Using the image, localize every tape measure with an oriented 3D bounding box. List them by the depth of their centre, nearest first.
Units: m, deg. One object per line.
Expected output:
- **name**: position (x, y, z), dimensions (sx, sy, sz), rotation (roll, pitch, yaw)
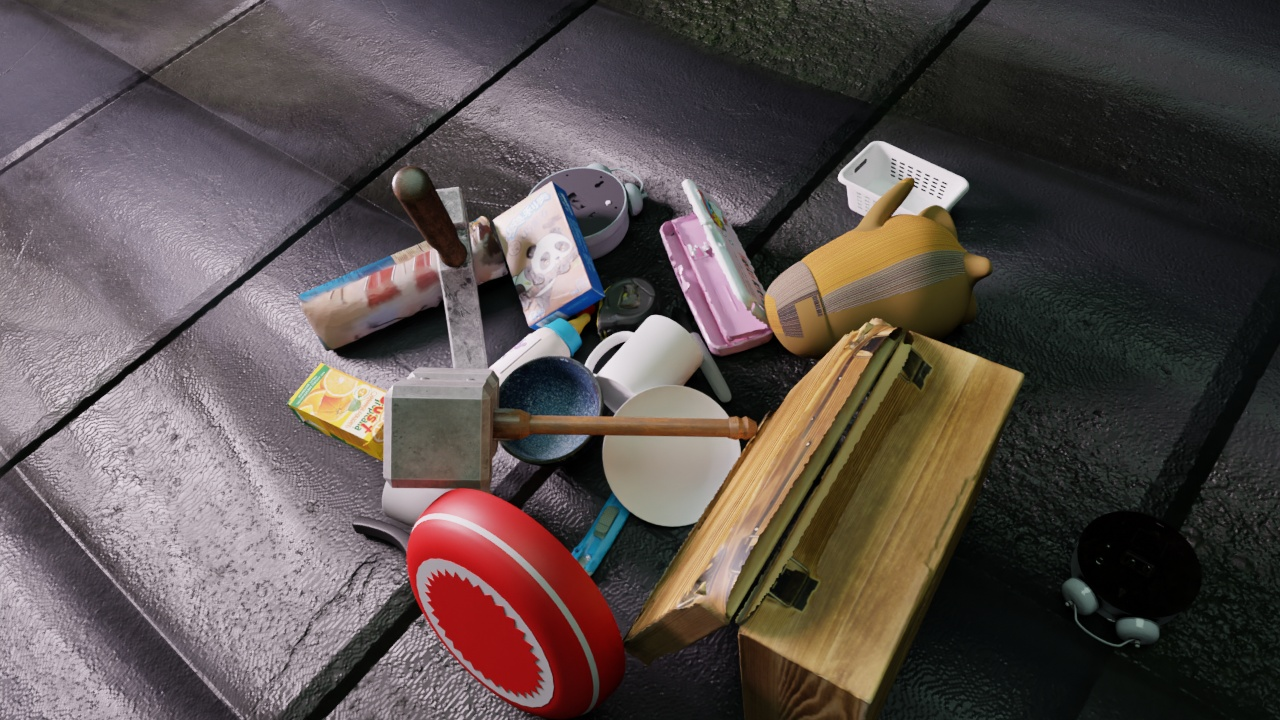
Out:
- **tape measure**: position (-0.012, -0.056, 1.009), dimensions (0.071, 0.042, 0.072), rotation (-7, 51, 7)

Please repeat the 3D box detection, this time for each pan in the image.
- **pan**: position (-0.160, 0.190, 0.780), dimensions (0.357, 0.209, 0.067), rotation (7, 34, 39)

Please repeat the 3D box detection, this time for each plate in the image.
- **plate**: position (0.030, 0.091, 0.881), dimensions (0.134, 0.011, 0.134), rotation (2, 80, -9)

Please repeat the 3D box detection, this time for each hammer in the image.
- **hammer**: position (-0.052, 0.058, 0.813), dimensions (0.317, 0.163, 0.083), rotation (1, 95, -6)
- **hammer**: position (-0.187, -0.087, 0.869), dimensions (0.037, 0.301, 0.217), rotation (-8, 85, -5)

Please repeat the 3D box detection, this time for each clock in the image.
- **clock**: position (0.409, 0.185, 0.772), dimensions (0.094, 0.035, 0.122), rotation (31, 65, 27)
- **clock**: position (-0.066, -0.183, 1.107), dimensions (0.159, 0.045, 0.122), rotation (-40, 58, -20)

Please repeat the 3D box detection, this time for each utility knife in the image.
- **utility knife**: position (-0.023, 0.140, 0.885), dimensions (0.031, 0.015, 0.173), rotation (22, 59, 17)

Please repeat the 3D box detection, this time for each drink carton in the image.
- **drink carton**: position (-0.304, 0.055, 0.973), dimensions (0.122, 0.041, 0.058), rotation (21, 60, 21)

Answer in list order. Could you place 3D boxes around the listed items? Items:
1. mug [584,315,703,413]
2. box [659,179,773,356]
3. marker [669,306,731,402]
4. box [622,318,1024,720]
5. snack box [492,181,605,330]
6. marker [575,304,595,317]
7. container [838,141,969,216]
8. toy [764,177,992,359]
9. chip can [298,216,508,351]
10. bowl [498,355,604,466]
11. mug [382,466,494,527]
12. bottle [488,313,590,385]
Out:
- **mug**: position (-0.006, 0.006, 0.947), dimensions (0.111, 0.074, 0.090), rotation (21, 59, 37)
- **box**: position (0.084, -0.111, 1.000), dimensions (0.088, 0.095, 0.201), rotation (-16, 53, -6)
- **marker**: position (0.062, -0.006, 0.979), dimensions (0.022, 0.016, 0.138), rotation (-40, 53, 18)
- **box**: position (0.133, 0.127, 0.717), dimensions (0.215, 0.258, 0.278), rotation (26, 61, 22)
- **snack box**: position (-0.104, -0.116, 1.026), dimensions (0.087, 0.034, 0.151), rotation (-29, 65, 18)
- **marker**: position (-0.107, -0.095, 1.064), dimensions (0.023, 0.021, 0.145), rotation (-17, 47, -43)
- **container**: position (0.299, -0.190, 1.053), dimensions (0.129, 0.050, 0.080), rotation (35, 66, 28)
- **toy**: position (0.226, -0.066, 0.929), dimensions (0.203, 0.162, 0.198), rotation (-17, 93, -1)
- **chip can**: position (-0.268, -0.088, 1.051), dimensions (0.229, 0.080, 0.079), rotation (-25, 55, -9)
- **bowl**: position (-0.085, 0.058, 0.920), dimensions (0.114, 0.061, 0.114), rotation (-6, 65, 12)
- **mug**: position (-0.182, 0.120, 0.890), dimensions (0.089, 0.071, 0.107), rotation (18, 53, 16)
- **bottle**: position (-0.107, -0.004, 0.979), dimensions (0.051, 0.051, 0.146), rotation (36, 66, 29)
